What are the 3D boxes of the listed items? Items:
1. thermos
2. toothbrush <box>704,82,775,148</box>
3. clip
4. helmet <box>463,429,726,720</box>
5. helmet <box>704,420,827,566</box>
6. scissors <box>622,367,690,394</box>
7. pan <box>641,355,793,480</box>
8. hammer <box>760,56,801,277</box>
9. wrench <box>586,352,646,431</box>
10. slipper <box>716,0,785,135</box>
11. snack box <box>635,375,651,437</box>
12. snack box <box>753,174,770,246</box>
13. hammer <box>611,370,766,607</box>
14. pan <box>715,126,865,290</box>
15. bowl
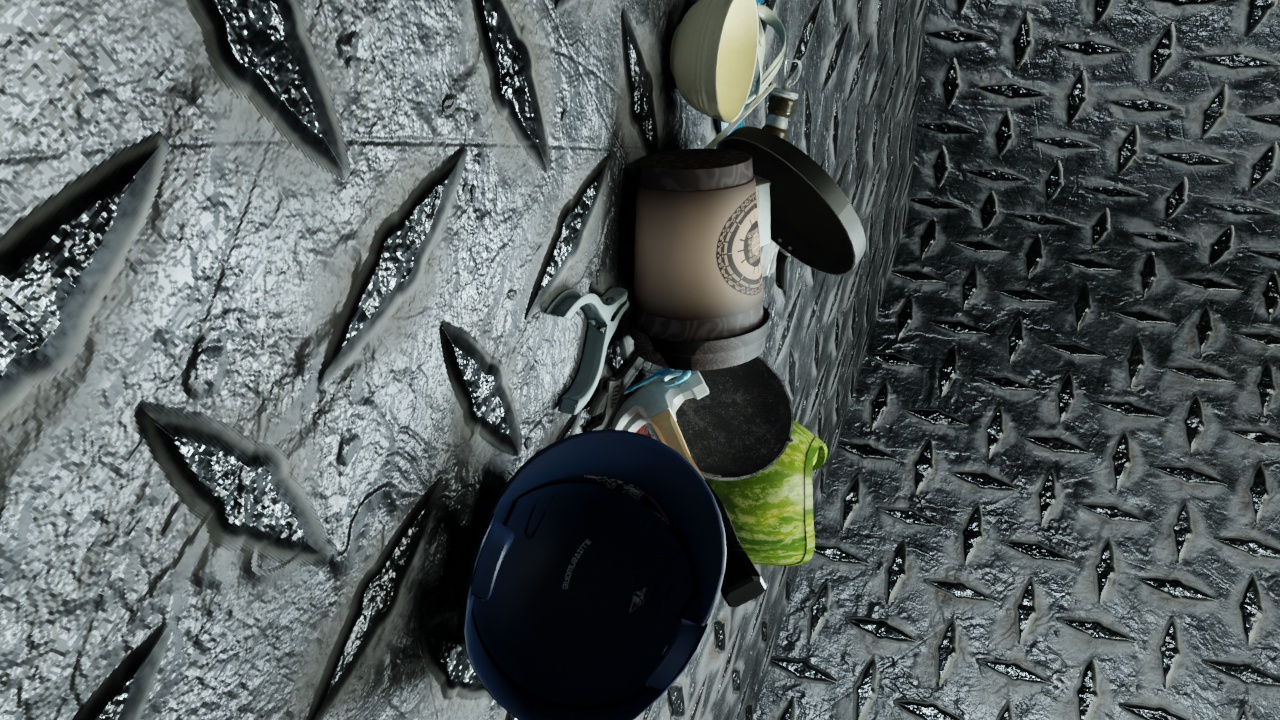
[{"bbox_3d":[0.067,-0.123,1.077,0.172,0.173,0.226,-43,135,-57],"label":"thermos"},{"bbox_3d":[0.099,-0.279,1.134,0.181,0.010,0.010,-44,161,8],"label":"toothbrush"},{"bbox_3d":[-0.064,-0.025,0.980,0.165,0.032,0.164,36,70,-69],"label":"clip"},{"bbox_3d":[-0.042,0.199,0.883,0.272,0.232,0.223,-63,180,2],"label":"helmet"},{"bbox_3d":[0.130,0.169,1.300,0.243,0.247,0.212,66,33,-52],"label":"helmet"},{"bbox_3d":[0.041,0.009,1.116,0.139,0.134,0.011,-32,100,-22],"label":"scissors"},{"bbox_3d":[0.067,0.124,1.146,0.040,0.207,0.355,113,3,-60],"label":"pan"},{"bbox_3d":[0.182,-0.276,1.350,0.176,0.079,0.327,-27,133,-65],"label":"hammer"},{"bbox_3d":[-0.007,0.007,1.166,0.272,0.018,0.073,-54,151,-50],"label":"wrench"},{"bbox_3d":[0.159,-0.446,1.262,0.118,0.060,0.295,-4,106,-66],"label":"slipper"},{"bbox_3d":[-0.004,0.090,1.218,0.089,0.021,0.132,79,31,-50],"label":"snack box"},{"bbox_3d":[0.105,-0.202,1.148,0.026,0.150,0.082,-23,125,-26],"label":"snack box"},{"bbox_3d":[0.056,0.133,1.007,0.039,0.131,0.327,60,2,-38],"label":"hammer"},{"bbox_3d":[0.191,-0.173,1.185,0.034,0.225,0.356,-45,161,-8],"label":"pan"},{"bbox_3d":[0.081,-0.360,1.080,0.150,0.075,0.150,13,89,-70],"label":"bowl"}]
